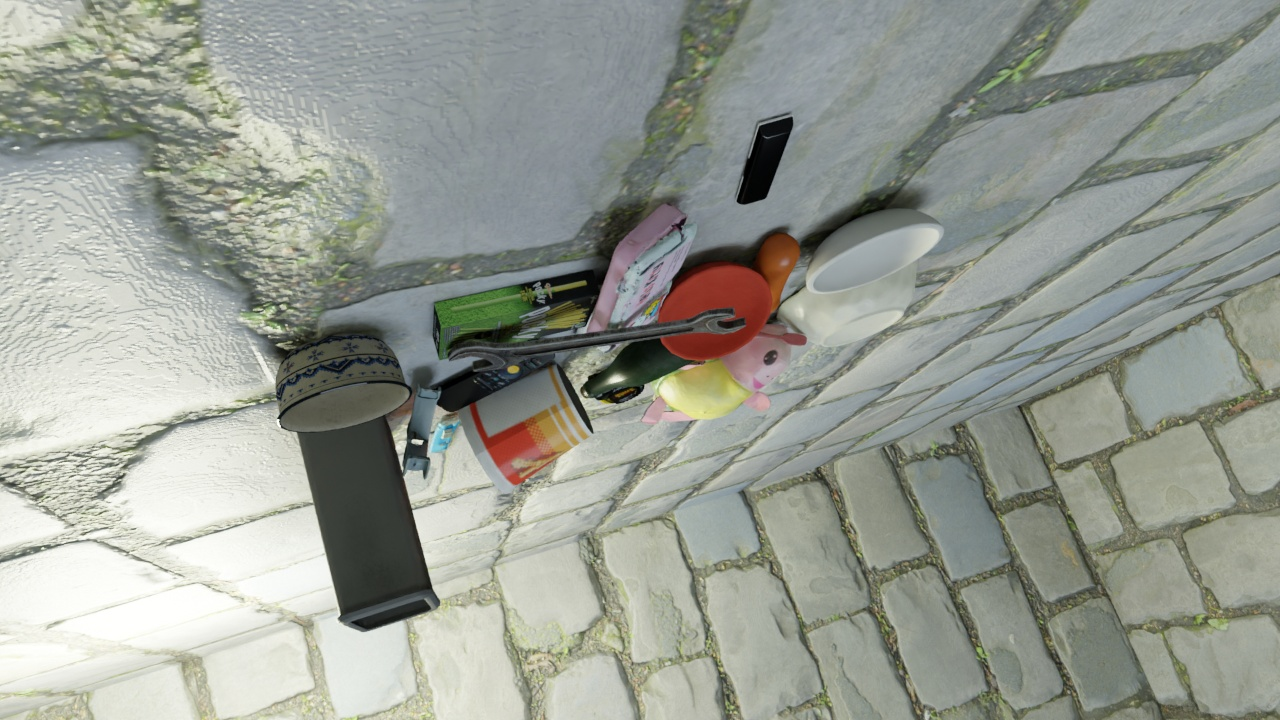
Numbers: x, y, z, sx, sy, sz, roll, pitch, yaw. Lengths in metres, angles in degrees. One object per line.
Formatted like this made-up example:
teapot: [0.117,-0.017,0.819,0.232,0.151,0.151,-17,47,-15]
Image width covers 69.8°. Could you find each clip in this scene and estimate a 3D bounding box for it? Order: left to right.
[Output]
clip: [-0.236,0.056,1.000,0.029,0.143,0.172,11,172,-16]

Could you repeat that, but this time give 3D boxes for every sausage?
sausage: [0.137,-0.088,0.970,0.044,0.039,0.164,-43,168,-11]

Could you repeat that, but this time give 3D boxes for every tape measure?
tape measure: [-0.027,0.028,1.183,0.067,0.038,0.062,-24,156,7]

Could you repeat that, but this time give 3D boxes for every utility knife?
utility knife: [-0.256,0.099,1.197,0.031,0.015,0.159,-8,163,-20]

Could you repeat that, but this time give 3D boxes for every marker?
marker: [-0.049,-0.044,0.939,0.017,0.020,0.134,-28,168,-21]

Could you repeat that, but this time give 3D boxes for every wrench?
wrench: [-0.040,-0.019,0.839,0.273,0.010,0.070,-8,161,7]

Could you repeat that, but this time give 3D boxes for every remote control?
remote control: [-0.163,0.016,1.001,0.152,0.020,0.041,-26,139,21]
remote control: [0.099,-0.158,0.740,0.028,0.011,0.124,-17,164,-7]

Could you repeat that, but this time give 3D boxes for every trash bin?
trash bin: [-0.300,0.175,1.015,0.097,0.219,0.192,-15,164,-14]

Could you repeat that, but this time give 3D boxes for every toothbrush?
toothbrush: [0.126,-0.034,1.125,0.184,0.015,0.016,6,-175,-27]

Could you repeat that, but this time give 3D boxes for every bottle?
bottle: [-0.007,0.006,1.099,0.175,0.055,0.055,-28,162,34]

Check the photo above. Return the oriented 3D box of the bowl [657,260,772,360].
bowl: [0.072,-0.057,0.940,0.122,0.035,0.122,-10,134,-11]

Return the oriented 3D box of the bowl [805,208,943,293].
bowl: [0.239,-0.122,0.966,0.149,0.043,0.150,-18,164,-5]

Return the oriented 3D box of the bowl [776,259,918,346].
bowl: [0.272,-0.066,1.170,0.188,0.060,0.219,-18,165,-2]

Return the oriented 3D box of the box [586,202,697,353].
box: [-0.003,-0.065,0.827,0.086,0.044,0.203,-43,173,-22]

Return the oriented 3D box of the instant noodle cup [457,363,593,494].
instant noodle cup: [-0.130,0.073,1.074,0.121,0.123,0.123,-27,164,2]

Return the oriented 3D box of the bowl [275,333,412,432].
bowl: [-0.267,0.015,0.811,0.115,0.059,0.116,-18,164,-5]

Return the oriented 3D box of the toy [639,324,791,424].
toy: [0.099,0.027,1.230,0.190,0.087,0.239,26,133,-37]

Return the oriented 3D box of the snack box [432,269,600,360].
snack box: [-0.117,-0.042,0.856,0.147,0.025,0.080,-14,164,-18]

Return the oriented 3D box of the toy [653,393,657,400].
toy: [0.075,0.041,1.331,0.115,0.046,0.092,-8,161,-14]
